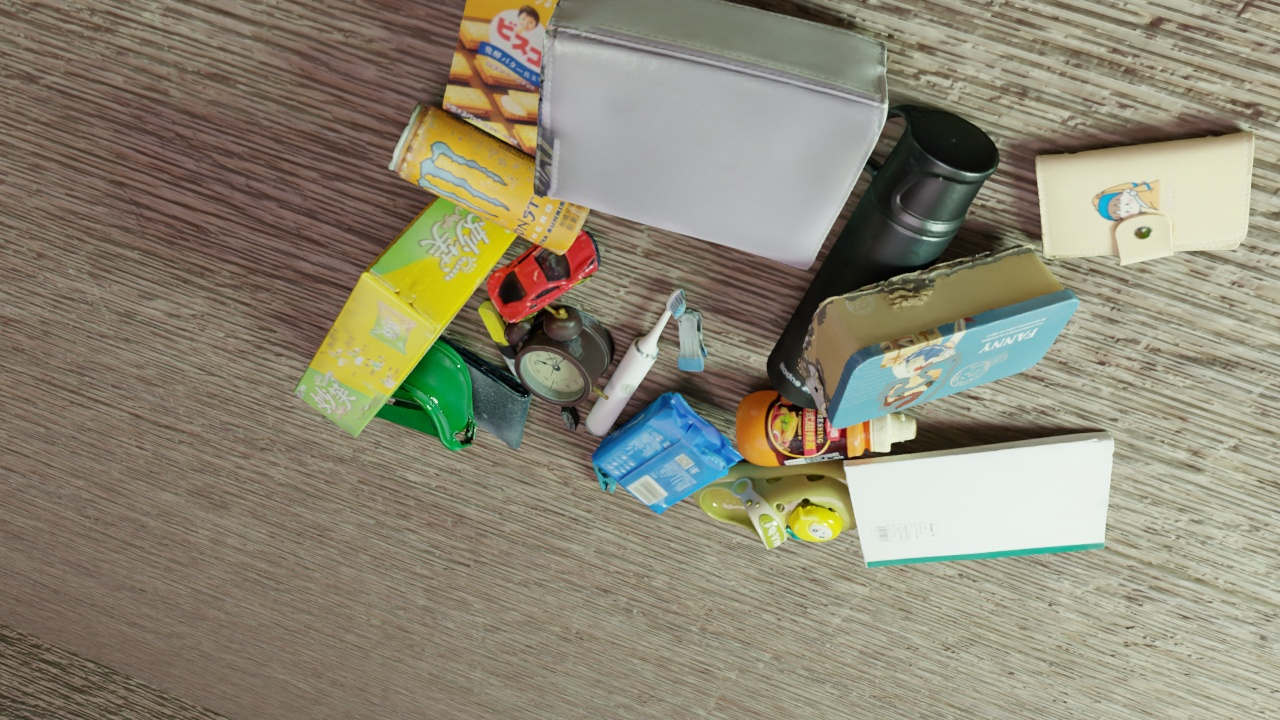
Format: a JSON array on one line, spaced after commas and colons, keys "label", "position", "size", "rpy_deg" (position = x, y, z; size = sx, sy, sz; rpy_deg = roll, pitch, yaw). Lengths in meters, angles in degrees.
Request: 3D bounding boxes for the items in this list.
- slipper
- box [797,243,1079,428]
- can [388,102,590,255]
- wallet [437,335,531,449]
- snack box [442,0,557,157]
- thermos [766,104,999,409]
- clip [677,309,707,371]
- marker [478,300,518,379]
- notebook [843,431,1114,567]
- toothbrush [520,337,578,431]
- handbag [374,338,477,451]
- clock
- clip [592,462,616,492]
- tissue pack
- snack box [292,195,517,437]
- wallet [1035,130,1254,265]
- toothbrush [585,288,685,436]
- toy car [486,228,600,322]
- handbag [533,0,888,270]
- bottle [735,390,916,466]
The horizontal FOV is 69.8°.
[{"label": "slipper", "position": [0.131, 0.146, 0.881], "size": [0.191, 0.081, 0.092], "rpy_deg": [-4, 135, 33]}, {"label": "box", "position": [0.202, -0.018, 0.618], "size": [0.184, 0.059, 0.090], "rpy_deg": [-15, 148, -10]}, {"label": "can", "position": [-0.111, -0.136, 0.693], "size": [0.146, 0.058, 0.058], "rpy_deg": [25, 141, -15]}, {"label": "wallet", "position": [-0.169, 0.034, 0.942], "size": [0.121, 0.019, 0.097], "rpy_deg": [31, 140, 9]}, {"label": "snack box", "position": [-0.080, -0.212, 0.631], "size": [0.087, 0.033, 0.141], "rpy_deg": [27, 138, -4]}, {"label": "thermos", "position": [0.156, -0.069, 0.655], "size": [0.090, 0.068, 0.243], "rpy_deg": [48, 144, 22]}, {"label": "clip", "position": [0.043, -0.020, 0.791], "size": [0.027, 0.044, 0.058], "rpy_deg": [8, 132, 20]}, {"label": "marker", "position": [-0.127, -0.010, 0.889], "size": [0.018, 0.015, 0.124], "rpy_deg": [7, 140, 27]}, {"label": "notebook", "position": [0.292, 0.127, 0.794], "size": [0.209, 0.012, 0.150], "rpy_deg": [-8, 131, 15]}, {"label": "toothbrush", "position": [-0.099, 0.001, 0.886], "size": [0.014, 0.016, 0.190], "rpy_deg": [-6, 131, 24]}, {"label": "handbag", "position": [-0.230, 0.029, 0.929], "size": [0.131, 0.067, 0.120], "rpy_deg": [17, 145, 26]}, {"label": "clock", "position": [-0.076, -0.011, 0.829], "size": [0.082, 0.055, 0.122], "rpy_deg": [-5, 130, 31]}, {"label": "clip", "position": [-0.037, 0.123, 0.989], "size": [0.039, 0.013, 0.056], "rpy_deg": [12, 137, 15]}, {"label": "tissue pack", "position": [0.024, 0.088, 0.885], "size": [0.095, 0.052, 0.158], "rpy_deg": [41, 138, -9]}, {"label": "snack box", "position": [-0.193, -0.047, 0.769], "size": [0.070, 0.157, 0.211], "rpy_deg": [38, 138, -10]}, {"label": "wallet", "position": [0.311, -0.096, 0.571], "size": [0.115, 0.024, 0.087], "rpy_deg": [-2, 134, 27]}, {"label": "toothbrush", "position": [-0.005, 0.005, 0.834], "size": [0.026, 0.026, 0.222], "rpy_deg": [-6, 150, -28]}, {"label": "toy car", "position": [-0.081, -0.073, 0.760], "size": [0.106, 0.031, 0.049], "rpy_deg": [-30, 89, 24]}, {"label": "handbag", "position": [0.038, -0.147, 0.576], "size": [0.197, 0.098, 0.145], "rpy_deg": [13, 139, -3]}, {"label": "bottle", "position": [0.159, 0.058, 0.789], "size": [0.150, 0.066, 0.067], "rpy_deg": [-1, 134, 18]}]
